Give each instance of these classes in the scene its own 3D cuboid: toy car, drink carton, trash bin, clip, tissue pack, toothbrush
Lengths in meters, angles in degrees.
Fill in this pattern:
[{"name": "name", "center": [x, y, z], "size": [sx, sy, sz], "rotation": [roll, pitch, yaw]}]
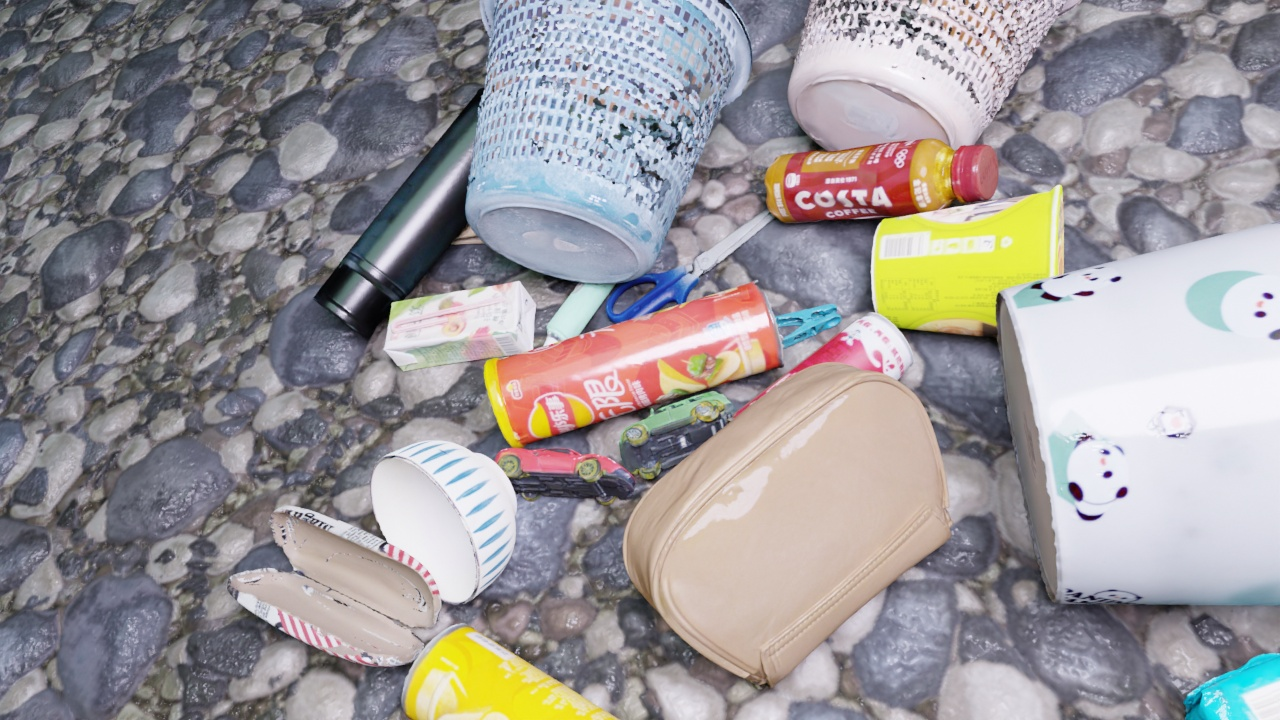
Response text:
[{"name": "toy car", "center": [0.027, 0.053, 0.673], "size": [0.091, 0.043, 0.036], "rotation": [-21, 39, -7]}, {"name": "drink carton", "center": [-0.154, -0.029, 0.780], "size": [0.123, 0.045, 0.053], "rotation": [-7, 57, 13]}, {"name": "trash bin", "center": [0.221, -0.265, 0.733], "size": [0.228, 0.227, 0.192], "rotation": [20, 78, 27]}, {"name": "clip", "center": [0.128, -0.029, 0.714], "size": [0.056, 0.014, 0.039], "rotation": [-19, 55, 3]}, {"name": "trash bin", "center": [-0.042, -0.175, 0.723], "size": [0.227, 0.226, 0.194], "rotation": [8, 73, 21]}, {"name": "trash bin", "center": [0.341, 0.029, 0.497], "size": [0.252, 0.229, 0.229], "rotation": [-9, 56, 18]}, {"name": "toy car", "center": [-0.055, 0.083, 0.675], "size": [0.106, 0.049, 0.031], "rotation": [2, 60, 19]}, {"name": "tissue pack", "center": [0.355, 0.216, 0.466], "size": [0.093, 0.050, 0.133], "rotation": [-20, 55, 1]}, {"name": "toothbrush", "center": [-0.052, -0.044, 0.770], "size": [0.224, 0.027, 0.026], "rotation": [-55, 19, -20]}]

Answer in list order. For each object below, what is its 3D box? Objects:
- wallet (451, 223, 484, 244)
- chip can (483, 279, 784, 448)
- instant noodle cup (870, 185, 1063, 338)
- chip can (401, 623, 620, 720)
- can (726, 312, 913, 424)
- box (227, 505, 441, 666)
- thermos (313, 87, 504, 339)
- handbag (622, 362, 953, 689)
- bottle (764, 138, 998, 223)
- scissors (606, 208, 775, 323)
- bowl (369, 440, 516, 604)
[{"name": "wallet", "center": [-0.161, -0.161, 0.881], "size": [0.087, 0.024, 0.115], "rotation": [-5, 59, 17]}, {"name": "chip can", "center": [-0.004, 0.004, 0.691], "size": [0.216, 0.073, 0.073], "rotation": [-16, 55, 1]}, {"name": "instant noodle cup", "center": [0.233, -0.064, 0.656], "size": [0.124, 0.112, 0.111], "rotation": [1, 58, 27]}, {"name": "chip can", "center": [-0.046, 0.239, 0.558], "size": [0.213, 0.072, 0.072], "rotation": [22, 67, 27]}, {"name": "can", "center": [0.129, 0.023, 0.655], "size": [0.132, 0.053, 0.053], "rotation": [-37, 55, -8]}, {"name": "box", "center": [-0.216, 0.156, 0.662], "size": [0.163, 0.076, 0.088], "rotation": [13, 87, 27]}, {"name": "thermos", "center": [-0.199, -0.135, 0.831], "size": [0.242, 0.068, 0.090], "rotation": [-52, 39, -9]}, {"name": "handbag", "center": [0.093, 0.099, 0.576], "size": [0.204, 0.148, 0.100], "rotation": [-37, 16, -9]}, {"name": "bottle", "center": [0.183, -0.139, 0.711], "size": [0.175, 0.057, 0.057], "rotation": [4, 57, 41]}, {"name": "scissors", "center": [0.041, -0.084, 0.778], "size": [0.108, 0.012, 0.174], "rotation": [20, 64, 26]}, {"name": "bowl", "center": [-0.131, 0.107, 0.654], "size": [0.116, 0.117, 0.066], "rotation": [28, 38, 30]}]
